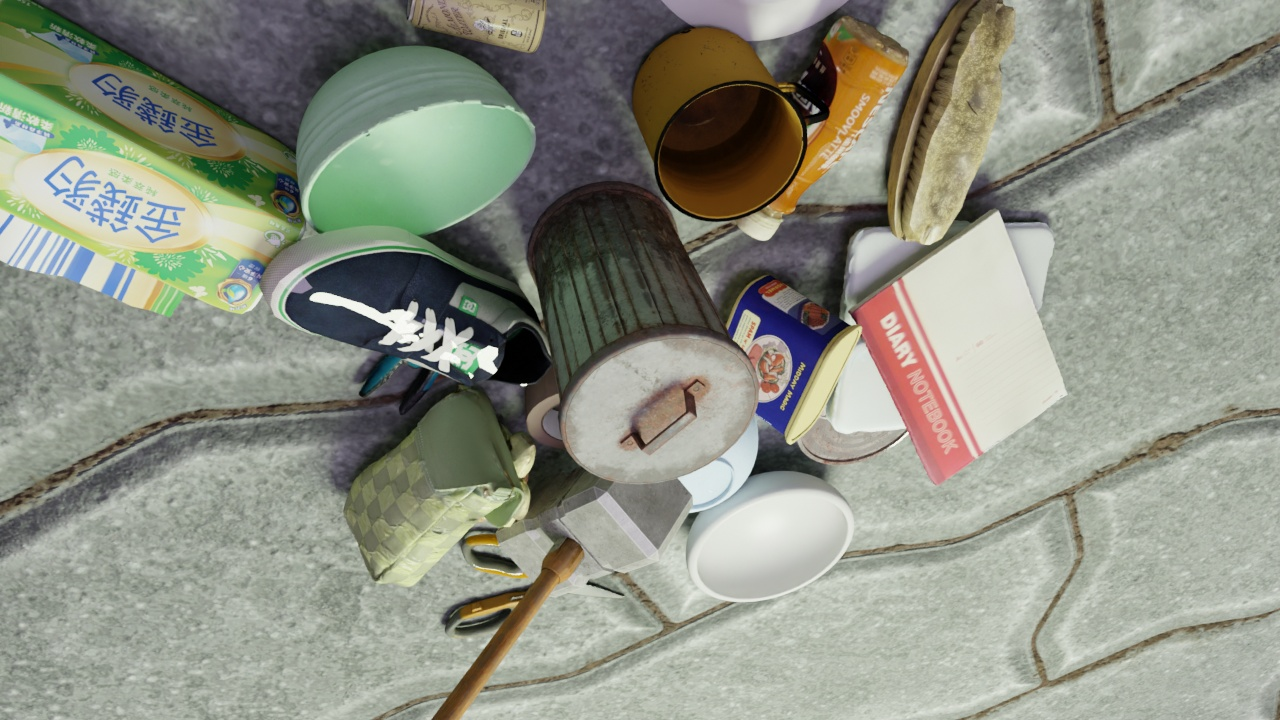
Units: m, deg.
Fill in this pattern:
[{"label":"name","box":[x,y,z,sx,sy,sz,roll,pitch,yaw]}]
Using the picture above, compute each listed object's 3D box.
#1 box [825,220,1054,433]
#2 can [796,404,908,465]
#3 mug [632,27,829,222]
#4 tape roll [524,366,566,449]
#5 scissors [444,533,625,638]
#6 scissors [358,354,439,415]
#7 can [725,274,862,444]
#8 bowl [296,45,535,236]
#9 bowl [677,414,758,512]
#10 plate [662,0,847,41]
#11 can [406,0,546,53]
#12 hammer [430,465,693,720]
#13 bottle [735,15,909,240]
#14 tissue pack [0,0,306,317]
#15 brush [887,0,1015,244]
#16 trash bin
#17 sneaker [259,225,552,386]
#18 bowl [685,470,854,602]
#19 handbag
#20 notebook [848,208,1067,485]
[{"label":"box","box":[0.265,-0.028,0.804,0.208,0.037,0.189,-2,114,-19]},{"label":"can","box":[0.202,0.039,0.872,0.130,0.044,0.130,-8,131,-10]},{"label":"mug","box":[0.061,-0.165,0.621,0.123,0.094,0.101,-14,134,-2]},{"label":"tape roll","box":[-0.053,0.040,0.794,0.093,0.030,0.094,-6,143,-4]},{"label":"scissors","box":[-0.116,0.245,0.976,0.225,0.016,0.217,27,118,-35]},{"label":"scissors","box":[-0.175,-0.010,0.737,0.143,0.019,0.127,-14,131,-7]},{"label":"can","box":[0.117,-0.003,0.772,0.056,0.092,0.116,-29,147,-45]},{"label":"bowl","box":[-0.149,-0.143,0.576,0.151,0.077,0.151,-25,168,-6]},{"label":"bowl","box":[0.045,0.090,0.850,0.150,0.074,0.151,-8,132,-9]},{"label":"plate","box":[0.086,-0.291,0.574,0.188,0.016,0.189,-8,131,-10]},{"label":"can","box":[-0.101,-0.218,0.567,0.079,0.038,0.038,6,127,-21]},{"label":"hammer","box":[-0.095,0.203,0.730,0.163,0.316,0.083,-30,104,42]},{"label":"bottle","box":[0.124,-0.162,0.667,0.059,0.059,0.167,15,124,-27]},{"label":"tissue pack","box":[-0.324,-0.098,0.560,0.197,0.120,0.142,32,114,-29]},{"label":"brush","box":[0.232,-0.177,0.690,0.059,0.043,0.196,-1,123,-18]},{"label":"trash bin","box":[-0.006,-0.021,0.648,0.130,0.211,0.131,-8,131,-10]},{"label":"sneaker","box":[-0.143,-0.026,0.630,0.084,0.079,0.235,-48,151,18]},{"label":"bowl","box":[0.127,0.171,0.949,0.176,0.066,0.177,-8,131,-10]},{"label":"handbag","box":[-0.166,0.115,0.797,0.187,0.113,0.116,-41,142,23]},{"label":"notebook","box":[0.281,-0.005,0.797,0.153,0.012,0.209,-35,117,-3]}]
